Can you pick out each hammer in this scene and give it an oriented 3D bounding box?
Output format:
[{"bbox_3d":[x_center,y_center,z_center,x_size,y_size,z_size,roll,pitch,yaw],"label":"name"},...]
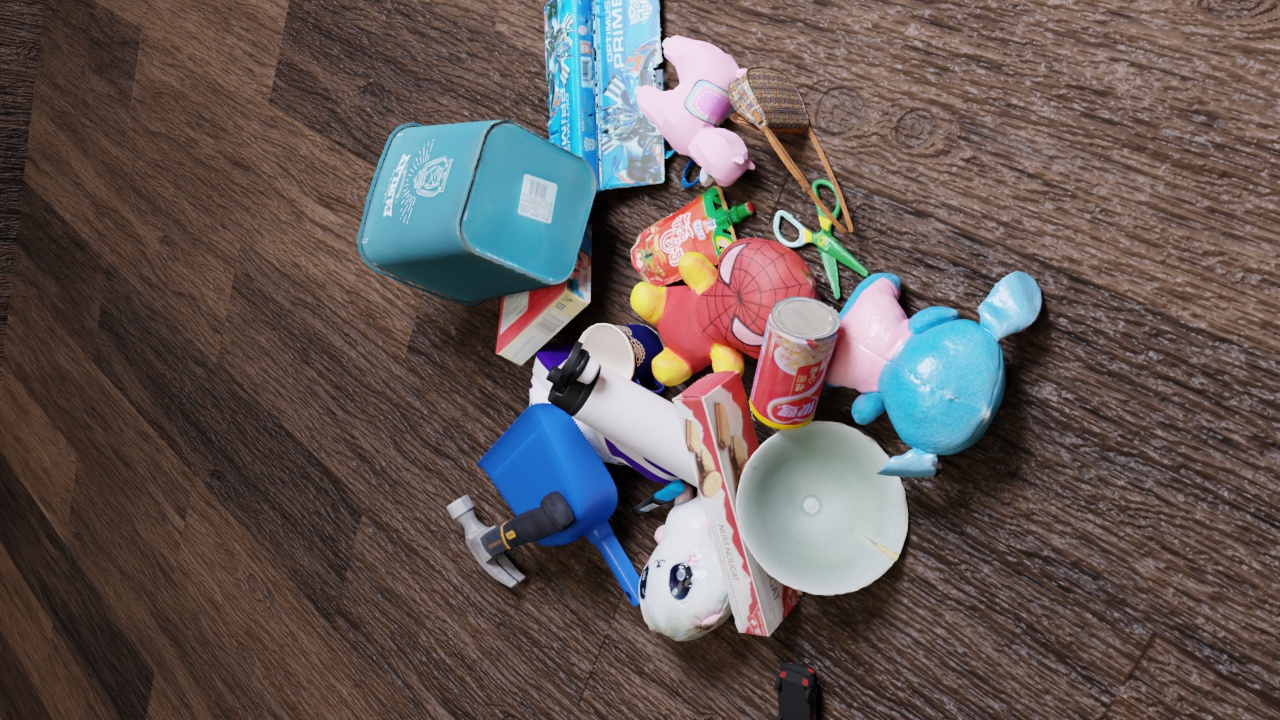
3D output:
[{"bbox_3d":[-0.159,0.209,1.154,0.139,0.035,0.313,58,148,2],"label":"hammer"}]

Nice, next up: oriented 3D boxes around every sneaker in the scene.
[{"bbox_3d":[-0.050,0.088,1.106,0.244,0.091,0.111,39,123,27],"label":"sneaker"}]

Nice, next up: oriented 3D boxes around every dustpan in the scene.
[{"bbox_3d":[-0.083,0.192,1.117,0.257,0.059,0.246,59,147,8],"label":"dustpan"}]

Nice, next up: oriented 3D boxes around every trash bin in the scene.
[{"bbox_3d":[-0.183,-0.174,1.070,0.219,0.199,0.196,6,79,52],"label":"trash bin"}]

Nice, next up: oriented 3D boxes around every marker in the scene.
[{"bbox_3d":[0.019,0.163,1.074,0.123,0.018,0.015,137,144,-56],"label":"marker"}]

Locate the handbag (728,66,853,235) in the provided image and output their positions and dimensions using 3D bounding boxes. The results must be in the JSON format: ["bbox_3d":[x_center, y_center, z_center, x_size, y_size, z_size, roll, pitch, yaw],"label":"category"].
[{"bbox_3d":[0.157,-0.205,0.923,0.043,0.093,0.195,-38,75,40],"label":"handbag"}]

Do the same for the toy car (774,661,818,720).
[{"bbox_3d":[0.171,0.367,0.985,0.042,0.036,0.092,7,108,39],"label":"toy car"}]

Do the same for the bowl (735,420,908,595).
[{"bbox_3d":[0.178,0.151,0.937,0.174,0.068,0.174,1,82,-5],"label":"bowl"}]

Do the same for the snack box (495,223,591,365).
[{"bbox_3d":[-0.118,-0.089,1.128,0.143,0.040,0.144,-40,36,33],"label":"snack box"}]

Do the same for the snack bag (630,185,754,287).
[{"bbox_3d":[0.061,-0.139,1.035,0.155,0.044,0.087,-23,71,31],"label":"snack bag"}]

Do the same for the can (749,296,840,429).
[{"bbox_3d":[0.148,0.003,0.888,0.067,0.066,0.125,37,141,30],"label":"can"}]

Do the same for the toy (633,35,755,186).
[{"bbox_3d":[0.070,-0.267,0.986,0.157,0.067,0.123,44,110,23],"label":"toy"}]

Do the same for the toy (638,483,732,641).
[{"bbox_3d":[0.059,0.223,1.031,0.139,0.101,0.179,-20,61,50],"label":"toy"}]

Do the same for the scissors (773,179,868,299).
[{"bbox_3d":[0.183,-0.119,0.953,0.108,0.012,0.131,-15,83,39],"label":"scissors"}]

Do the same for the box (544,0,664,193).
[{"bbox_3d":[-0.055,-0.321,1.086,0.176,0.060,0.243,1,94,42],"label":"box"}]

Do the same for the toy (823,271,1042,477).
[{"bbox_3d":[0.259,-0.005,0.859,0.191,0.098,0.224,42,110,40],"label":"toy"}]

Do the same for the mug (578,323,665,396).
[{"bbox_3d":[-0.006,0.006,1.060,0.112,0.089,0.086,41,116,29],"label":"mug"}]

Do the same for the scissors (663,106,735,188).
[{"bbox_3d":[0.081,-0.250,1.025,0.135,0.016,0.083,-34,69,30],"label":"scissors"}]

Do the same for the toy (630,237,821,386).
[{"bbox_3d":[0.095,-0.053,0.972,0.217,0.098,0.147,-19,94,39],"label":"toy"}]

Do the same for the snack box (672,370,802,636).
[{"bbox_3d":[0.104,0.148,0.946,0.044,0.076,0.273,-4,108,40],"label":"snack box"}]

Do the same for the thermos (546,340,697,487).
[{"bbox_3d":[0.010,0.061,0.976,0.101,0.230,0.068,-38,25,60],"label":"thermos"}]
